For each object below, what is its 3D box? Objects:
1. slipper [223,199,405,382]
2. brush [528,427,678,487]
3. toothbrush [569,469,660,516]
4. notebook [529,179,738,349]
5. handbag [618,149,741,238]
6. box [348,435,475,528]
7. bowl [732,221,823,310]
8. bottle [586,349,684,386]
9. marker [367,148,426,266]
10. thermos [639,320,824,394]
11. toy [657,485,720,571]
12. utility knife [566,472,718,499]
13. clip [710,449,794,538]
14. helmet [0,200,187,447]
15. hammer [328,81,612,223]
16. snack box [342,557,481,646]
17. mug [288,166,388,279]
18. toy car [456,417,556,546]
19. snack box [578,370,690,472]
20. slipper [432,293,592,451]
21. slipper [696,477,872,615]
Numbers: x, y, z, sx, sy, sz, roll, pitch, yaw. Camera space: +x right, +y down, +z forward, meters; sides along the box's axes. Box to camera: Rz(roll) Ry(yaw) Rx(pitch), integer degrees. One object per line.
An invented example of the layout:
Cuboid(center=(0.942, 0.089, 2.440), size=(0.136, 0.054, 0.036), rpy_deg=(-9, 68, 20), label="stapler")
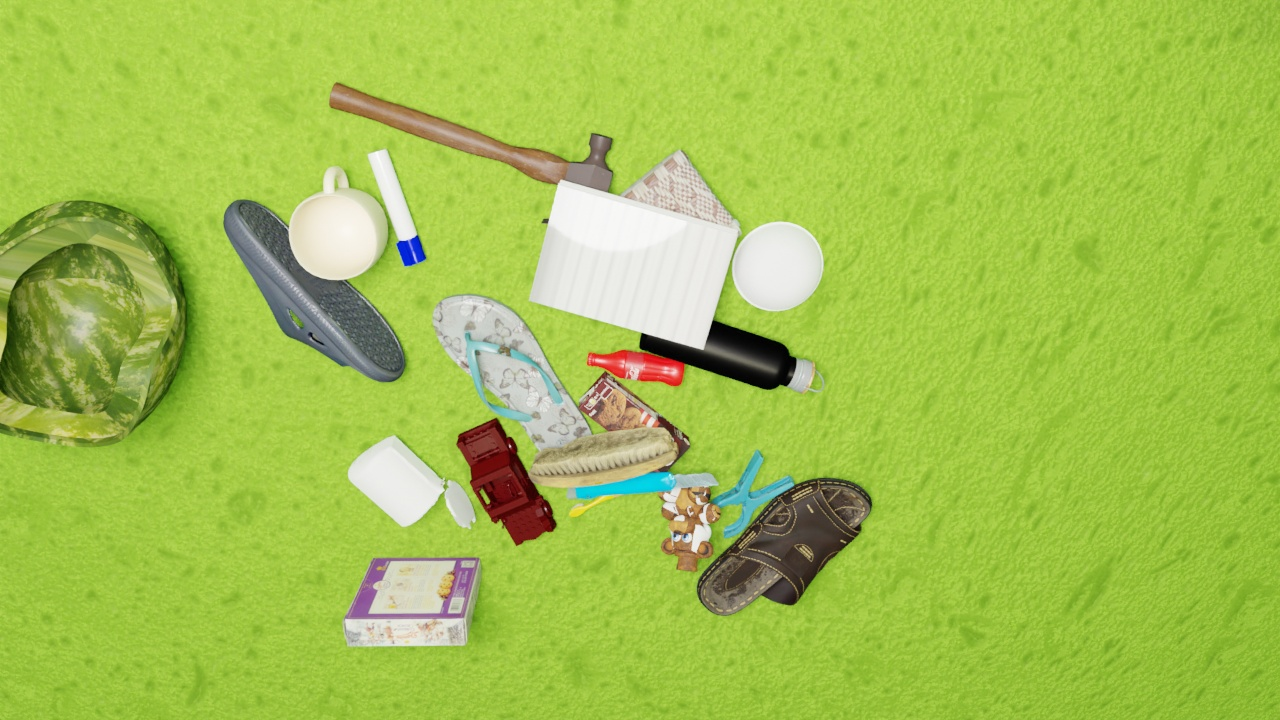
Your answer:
Cuboid(center=(-0.389, -0.063, 1.060), size=(0.083, 0.110, 0.268), rpy_deg=(-38, 103, 14), label="slipper")
Cuboid(center=(-0.049, 0.120, 1.128), size=(0.196, 0.059, 0.043), rpy_deg=(-11, 118, 16), label="brush")
Cuboid(center=(-0.033, 0.172, 1.201), size=(0.135, 0.016, 0.021), rpy_deg=(-25, 106, 5), label="toothbrush")
Cuboid(center=(-0.009, -0.108, 1.049), size=(0.210, 0.009, 0.143), rpy_deg=(16, 103, -1), label="notebook")
Cuboid(center=(0.011, -0.143, 1.072), size=(0.186, 0.047, 0.124), rpy_deg=(-36, 99, 11), label="handbag")
Cuboid(center=(-0.282, 0.168, 1.159), size=(0.092, 0.083, 0.166), rpy_deg=(-40, 108, 2), label="box")
Cuboid(center=(0.167, -0.106, 1.090), size=(0.110, 0.040, 0.110), rpy_deg=(0, 110, -1), label="bowl")
Cuboid(center=(-0.007, 0.007, 1.129), size=(0.119, 0.036, 0.036), rpy_deg=(8, 109, -4), label="bottle")
Cuboid(center=(-0.283, -0.176, 1.062), size=(0.023, 0.027, 0.133), rpy_deg=(-3, 113, 33), label="marker")
Cuboid(center=(0.117, -0.007, 1.114), size=(0.231, 0.061, 0.061), rpy_deg=(18, 108, -8), label="thermos")
Cuboid(center=(0.061, 0.213, 1.181), size=(0.087, 0.067, 0.112), rpy_deg=(-3, 74, 36), label="toy")
Cuboid(center=(-0.001, 0.158, 1.170), size=(0.206, 0.015, 0.031), rpy_deg=(-5, 100, 20), label="utility knife")
Cuboid(center=(0.149, 0.189, 1.205), size=(0.127, 0.028, 0.113), rpy_deg=(-38, 101, 12), label="clip")
Cuboid(center=(-0.610, -0.041, 0.994), size=(0.213, 0.246, 0.244), rpy_deg=(14, 152, -28), label="helmet")
Cuboid(center=(-0.190, -0.245, 1.039), size=(0.323, 0.033, 0.115), rpy_deg=(18, 107, -7), label="hammer")
Cuboid(center=(-0.286, 0.305, 1.173), size=(0.148, 0.143, 0.041), rpy_deg=(0, 109, -1), label="snack box")
Cuboid(center=(-0.334, -0.158, 1.029), size=(0.096, 0.099, 0.120), rpy_deg=(-3, 108, -3), label="mug")
Cuboid(center=(-0.170, 0.163, 1.168), size=(0.070, 0.061, 0.170), rpy_deg=(-24, 109, 7), label="toy car")
Cuboid(center=(-0.007, 0.079, 1.158), size=(0.141, 0.031, 0.051), rpy_deg=(39, 104, -14), label="snack box")
Cuboid(center=(-0.148, 0.026, 1.126), size=(0.098, 0.054, 0.269), rpy_deg=(-37, 108, 9), label="slipper")
Cuboid(center=(0.188, 0.253, 1.201), size=(0.268, 0.075, 0.113), rpy_deg=(-40, 106, 12), label="slipper")
